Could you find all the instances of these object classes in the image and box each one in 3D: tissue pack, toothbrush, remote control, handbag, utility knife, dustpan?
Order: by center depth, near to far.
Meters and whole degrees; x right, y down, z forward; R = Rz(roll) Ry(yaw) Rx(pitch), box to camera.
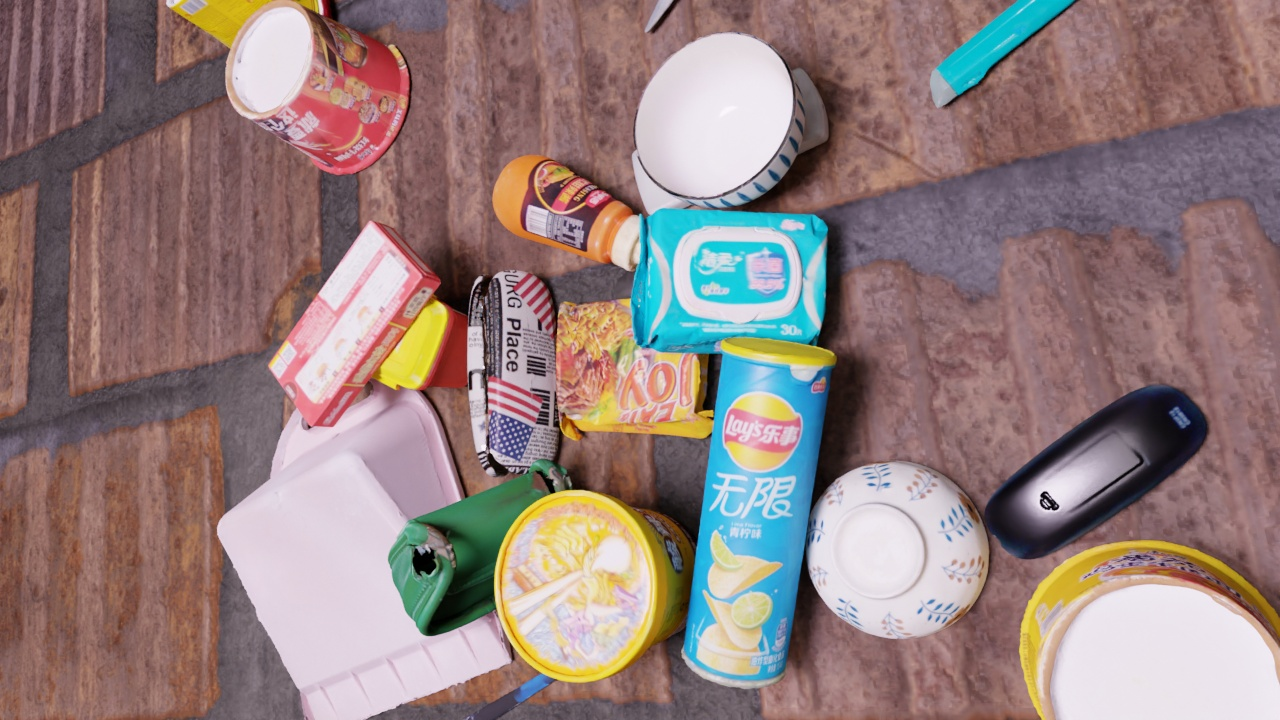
[{"bbox_3d":[0.265,0.066,0.541,0.137,0.024,0.053,-42,67,16],"label":"remote control"},{"bbox_3d":[0.258,-0.227,0.599,0.166,0.013,0.029,-38,68,14],"label":"utility knife"},{"bbox_3d":[0.059,-0.053,0.625,0.133,0.050,0.093,0,79,-3],"label":"tissue pack"},{"bbox_3d":[-0.111,0.132,0.658,0.068,0.131,0.120,56,147,20],"label":"handbag"},{"bbox_3d":[0.065,-0.159,0.682,0.150,0.021,0.058,-21,73,23],"label":"remote control"},{"bbox_3d":[-0.131,0.284,0.716,0.190,0.016,0.014,-36,75,17],"label":"toothbrush"},{"bbox_3d":[-0.229,0.151,0.793,0.223,0.138,0.273,-24,100,21],"label":"dustpan"}]

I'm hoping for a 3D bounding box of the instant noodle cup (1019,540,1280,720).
[{"bbox_3d":[0.268,0.163,0.476,0.138,0.109,0.138,-5,79,25],"label":"instant noodle cup"}]

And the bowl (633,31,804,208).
[{"bbox_3d":[0.061,-0.157,0.633,0.117,0.066,0.116,-5,79,27],"label":"bowl"}]

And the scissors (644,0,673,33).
[{"bbox_3d":[0.072,-0.358,0.711,0.234,0.021,0.221,15,89,28],"label":"scissors"}]

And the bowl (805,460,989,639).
[{"bbox_3d":[0.153,0.117,0.570,0.114,0.062,0.113,-6,78,27],"label":"bowl"}]

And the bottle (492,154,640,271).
[{"bbox_3d":[-0.042,-0.108,0.711,0.149,0.066,0.067,27,94,21],"label":"bottle"}]

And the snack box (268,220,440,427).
[{"bbox_3d":[-0.226,-0.027,0.718,0.075,0.025,0.153,45,103,25],"label":"snack box"}]

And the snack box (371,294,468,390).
[{"bbox_3d":[-0.181,-0.016,0.754,0.091,0.080,0.082,23,92,28],"label":"snack box"}]

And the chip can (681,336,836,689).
[{"bbox_3d":[0.073,0.094,0.580,0.071,0.071,0.210,11,101,28],"label":"chip can"}]

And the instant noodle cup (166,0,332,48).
[{"bbox_3d":[-0.383,-0.359,0.889,0.116,0.123,0.116,-20,73,24],"label":"instant noodle cup"}]

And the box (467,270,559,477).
[{"bbox_3d":[-0.094,0.008,0.715,0.082,0.075,0.163,-5,77,16],"label":"box"}]

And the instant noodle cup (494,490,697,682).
[{"bbox_3d":[-0.018,0.149,0.623,0.119,0.114,0.118,-5,79,27],"label":"instant noodle cup"}]

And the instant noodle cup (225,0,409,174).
[{"bbox_3d":[-0.298,-0.251,0.837,0.138,0.108,0.137,-5,80,27],"label":"instant noodle cup"}]

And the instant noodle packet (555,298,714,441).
[{"bbox_3d":[-0.004,0.004,0.681,0.129,0.044,0.110,-3,85,27],"label":"instant noodle packet"}]
